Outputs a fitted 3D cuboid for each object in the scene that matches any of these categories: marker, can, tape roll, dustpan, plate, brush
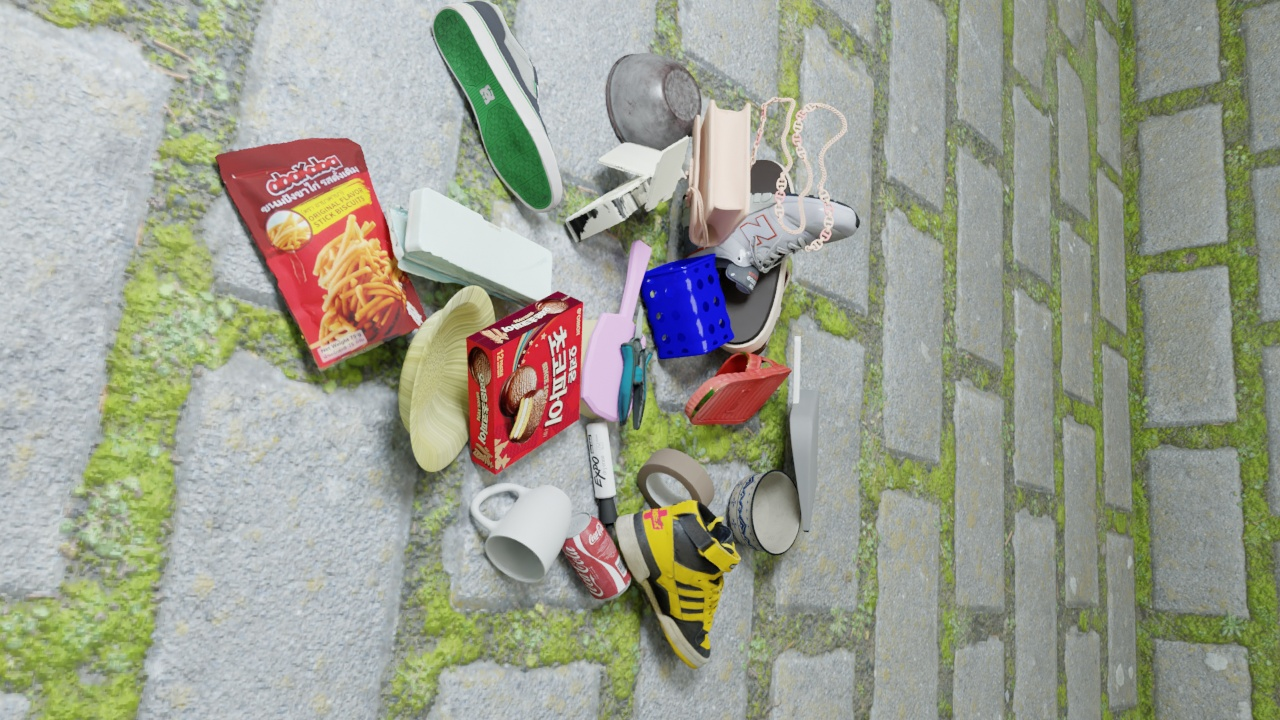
[{"bbox_3d":[-0.044,0.136,1.087,0.025,0.025,0.126,-8,91,-46],"label":"marker"},{"bbox_3d":[-0.053,0.223,1.046,0.053,0.054,0.096,-48,119,-38],"label":"can"},{"bbox_3d":[0.043,0.154,1.125,0.030,0.094,0.094,-47,117,-39],"label":"tape roll"},{"bbox_3d":[0.233,0.091,1.308,0.162,0.033,0.258,-52,142,-67],"label":"dustpan"},{"bbox_3d":[-0.196,0.014,0.896,0.184,0.036,0.184,14,89,-79],"label":"plate"},{"bbox_3d":[-0.031,-0.038,1.108,0.089,0.043,0.228,30,65,-40],"label":"brush"}]

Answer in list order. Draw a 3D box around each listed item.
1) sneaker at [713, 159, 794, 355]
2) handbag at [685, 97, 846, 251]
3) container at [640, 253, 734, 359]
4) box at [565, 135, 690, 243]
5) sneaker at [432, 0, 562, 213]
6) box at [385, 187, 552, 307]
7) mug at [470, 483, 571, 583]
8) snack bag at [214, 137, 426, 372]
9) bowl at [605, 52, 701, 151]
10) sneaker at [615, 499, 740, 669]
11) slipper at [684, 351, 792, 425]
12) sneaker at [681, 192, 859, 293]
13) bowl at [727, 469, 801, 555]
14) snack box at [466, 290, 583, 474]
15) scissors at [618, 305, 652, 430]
[{"bbox_3d":[0.168,-0.138,1.302,0.116,0.112,0.293,49,45,-64],"label":"sneaker"},{"bbox_3d":[0.149,-0.214,1.147,0.187,0.117,0.198,5,74,-7],"label":"handbag"},{"bbox_3d":[0.059,-0.068,1.178,0.084,0.085,0.113,-27,105,-46],"label":"container"},{"bbox_3d":[0.002,-0.219,1.070,0.143,0.182,0.081,-43,108,-44],"label":"box"},{"bbox_3d":[-0.135,-0.280,1.004,0.078,0.084,0.235,-38,108,-42],"label":"sneaker"},{"bbox_3d":[-0.165,-0.107,0.936,0.198,0.073,0.086,20,33,-55],"label":"box"},{"bbox_3d":[-0.126,0.168,0.977,0.107,0.071,0.089,38,45,-4],"label":"mug"},{"bbox_3d":[-0.290,-0.105,0.856,0.138,0.067,0.208,-27,95,-39],"label":"snack bag"},{"bbox_3d":[0.029,-0.335,1.190,0.144,0.067,0.145,7,80,-45],"label":"bowl"},{"bbox_3d":[0.069,0.262,1.096,0.086,0.122,0.239,-94,160,-60],"label":"sneaker"},{"bbox_3d":[0.122,0.035,1.222,0.059,0.104,0.248,46,26,21],"label":"slipper"},{"bbox_3d":[0.158,-0.149,1.202,0.088,0.240,0.124,31,71,-64],"label":"sneaker"},{"bbox_3d":[0.165,0.210,1.271,0.115,0.059,0.115,7,80,-45],"label":"bowl"},{"bbox_3d":[-0.119,0.022,0.964,0.132,0.036,0.152,-33,138,-43],"label":"snack box"},{"bbox_3d":[-0.010,0.008,1.078,0.134,0.019,0.130,-42,115,-43],"label":"scissors"}]
